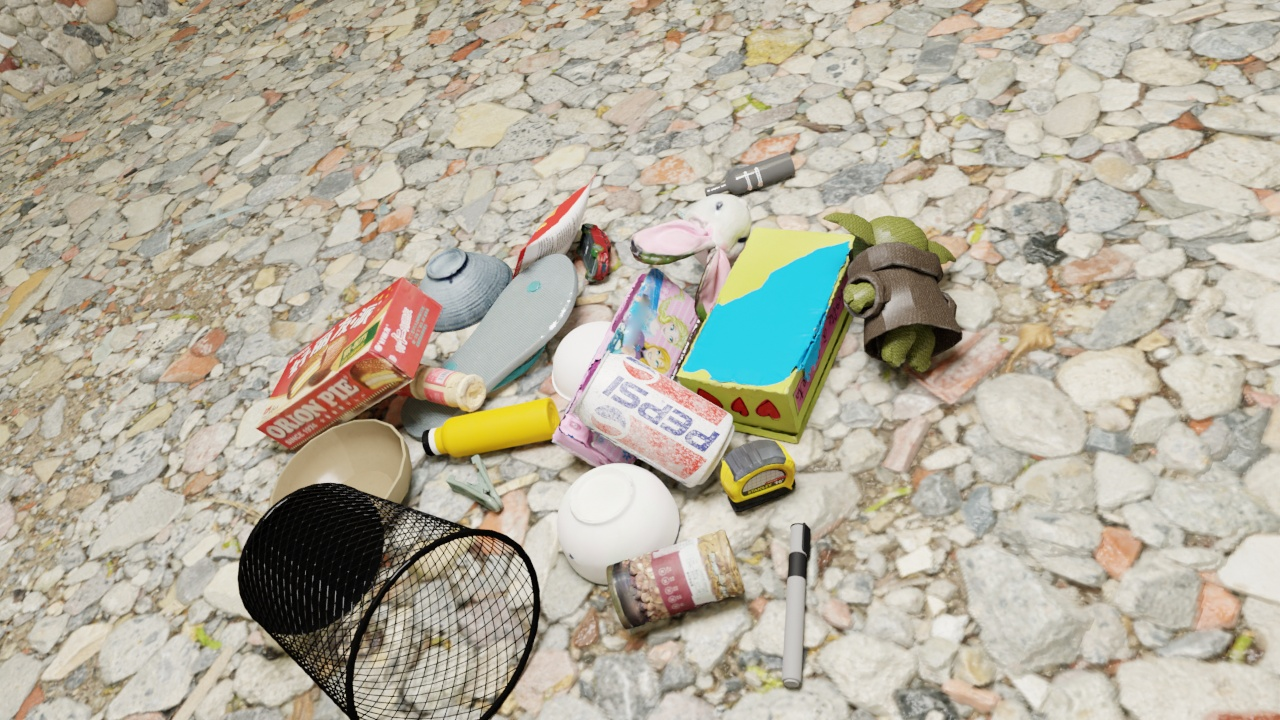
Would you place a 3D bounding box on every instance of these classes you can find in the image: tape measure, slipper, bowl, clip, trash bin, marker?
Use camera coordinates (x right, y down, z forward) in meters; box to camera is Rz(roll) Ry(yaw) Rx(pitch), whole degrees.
[{"bbox_3d":[0.103,0.098,0.817,0.065,0.064,0.037,-24,45,-3],"label":"tape measure"},{"bbox_3d":[-0.158,-0.006,1.048,0.268,0.055,0.098,-48,50,-9],"label":"slipper"},{"bbox_3d":[-0.026,0.139,0.833,0.113,0.063,0.113,-12,45,12],"label":"bowl"},{"bbox_3d":[-0.162,0.130,0.929,0.059,0.023,0.076,-41,44,-16],"label":"clip"},{"bbox_3d":[-0.224,0.202,0.781,0.210,0.184,0.183,14,54,40],"label":"trash bin"},{"bbox_3d":[-0.052,-0.008,1.003,0.110,0.040,0.109,-12,45,12],"label":"bowl"},{"bbox_3d":[0.127,0.196,0.748,0.016,0.016,0.140,-5,46,18],"label":"marker"},{"bbox_3d":[-0.304,0.136,0.960,0.152,0.050,0.152,-12,45,12],"label":"bowl"},{"bbox_3d":[-0.235,-0.104,1.161,0.137,0.057,0.136,-12,45,12],"label":"bowl"}]

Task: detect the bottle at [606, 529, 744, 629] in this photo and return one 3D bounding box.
[{"bbox_3d":[0.030,0.184,0.771,0.105,0.056,0.056,-19,44,4],"label":"bottle"}]

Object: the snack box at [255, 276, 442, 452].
[{"bbox_3d":[-0.326,0.008,1.020,0.237,0.060,0.113,-27,36,35],"label":"snack box"}]

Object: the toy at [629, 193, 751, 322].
[{"bbox_3d":[0.088,-0.141,1.018,0.106,0.131,0.204,-39,8,31],"label":"toy"}]

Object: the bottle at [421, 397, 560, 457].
[{"bbox_3d":[-0.159,0.074,0.966,0.144,0.043,0.043,-12,44,11],"label":"bottle"}]

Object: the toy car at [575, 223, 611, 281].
[{"bbox_3d":[-0.056,-0.133,1.125,0.036,0.042,0.091,6,35,-16],"label":"toy car"}]

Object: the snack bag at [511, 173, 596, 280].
[{"bbox_3d":[-0.108,-0.146,1.116,0.039,0.131,0.143,38,64,2],"label":"snack bag"}]

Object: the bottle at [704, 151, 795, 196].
[{"bbox_3d":[0.135,-0.227,1.146,0.113,0.030,0.030,-19,44,4],"label":"bottle"}]

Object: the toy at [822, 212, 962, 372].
[{"bbox_3d":[0.245,-0.065,0.876,0.078,0.179,0.152,-36,52,48],"label":"toy"}]

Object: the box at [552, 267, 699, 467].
[{"bbox_3d":[-0.005,0.005,0.941,0.084,0.053,0.229,29,55,-4],"label":"box"}]

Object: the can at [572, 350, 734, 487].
[{"bbox_3d":[0.012,0.053,0.848,0.136,0.078,0.078,30,57,-1],"label":"can"}]

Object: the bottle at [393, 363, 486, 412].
[{"bbox_3d":[-0.220,0.027,0.998,0.109,0.044,0.044,10,53,30],"label":"bottle"}]

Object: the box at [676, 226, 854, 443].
[{"bbox_3d":[0.135,-0.031,0.924,0.124,0.081,0.220,8,54,28],"label":"box"}]
